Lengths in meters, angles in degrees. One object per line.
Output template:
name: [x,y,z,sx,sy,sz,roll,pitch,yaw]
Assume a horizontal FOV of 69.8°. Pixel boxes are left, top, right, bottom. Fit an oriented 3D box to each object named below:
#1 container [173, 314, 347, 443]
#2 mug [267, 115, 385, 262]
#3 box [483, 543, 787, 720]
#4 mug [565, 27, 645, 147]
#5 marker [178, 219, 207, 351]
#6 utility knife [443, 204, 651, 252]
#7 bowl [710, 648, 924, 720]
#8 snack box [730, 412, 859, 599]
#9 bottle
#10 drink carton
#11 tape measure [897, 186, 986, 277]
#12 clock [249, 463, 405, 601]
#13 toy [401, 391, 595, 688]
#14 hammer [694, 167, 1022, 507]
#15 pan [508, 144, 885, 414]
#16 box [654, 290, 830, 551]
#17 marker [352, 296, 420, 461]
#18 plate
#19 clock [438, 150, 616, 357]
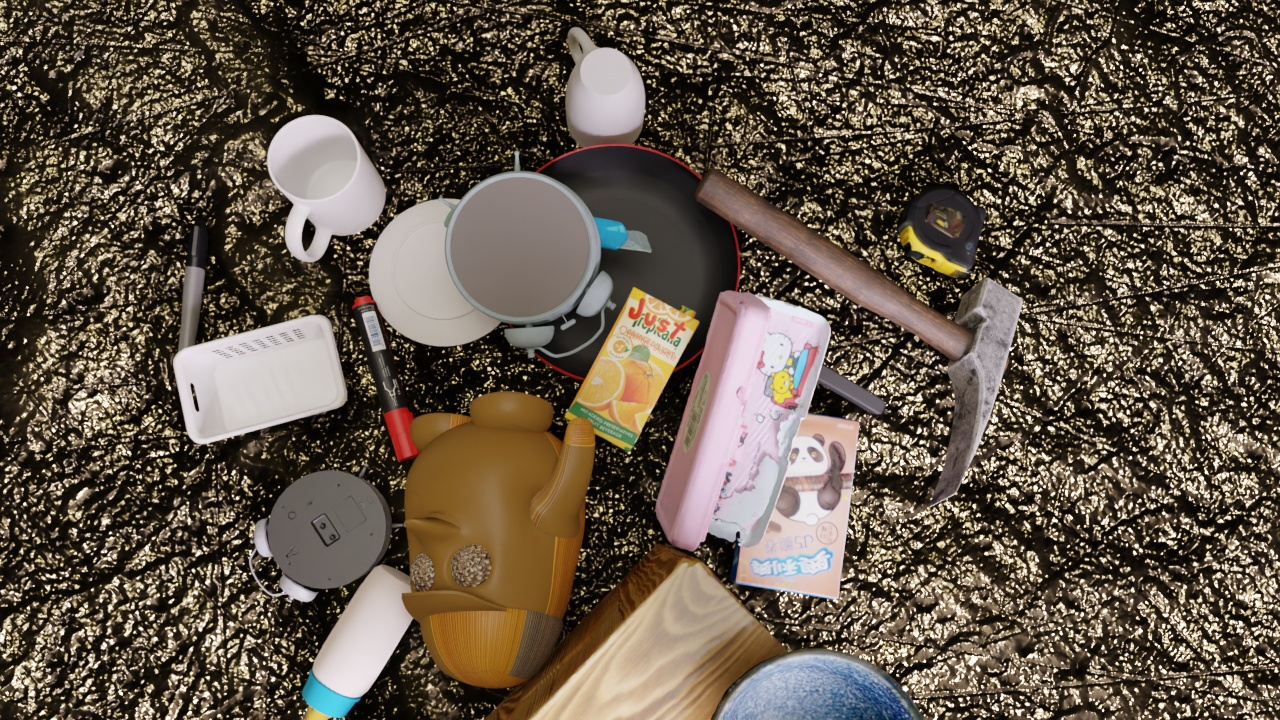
container: [-0.311,0.018,0.769,0.129,0.049,0.080,-15,82,-5]
mug: [-0.269,-0.137,0.774,0.074,0.090,0.110,18,80,0]
box: [0.003,0.289,0.624,0.257,0.279,0.215,-42,86,-8]
mug: [-0.038,-0.247,0.802,0.071,0.089,0.107,-25,83,-6]
marker: [-0.388,-0.056,0.792,0.016,0.022,0.138,3,80,-12]
utility knife: [-0.075,-0.110,0.763,0.173,0.015,0.031,9,83,1]
bowl: [0.085,0.204,0.471,0.114,0.061,0.114,1,78,-3]
snack box: [0.131,0.119,0.779,0.087,0.034,0.151,9,81,0]
bottle: [-0.230,0.237,0.736,0.051,0.051,0.146,30,81,3]
drink carton: [-0.004,0.004,0.732,0.058,0.041,0.122,28,90,3]
tape measure: [0.268,-0.118,0.819,0.072,0.042,0.071,18,84,3]
clock: [-0.264,0.146,0.758,0.122,0.035,0.094,-34,84,-6]
toy: [-0.117,0.140,0.692,0.199,0.162,0.203,-18,63,33]
hammer: [0.161,-0.042,0.750,0.300,0.037,0.217,32,57,-3]
pan: [0.043,-0.045,0.785,0.356,0.067,0.208,30,81,2]
box: [0.084,0.051,0.722,0.095,0.088,0.202,13,103,-15]
marker: [-0.217,0.014,0.787,0.023,0.021,0.145,-21,82,17]
plate: [-0.172,-0.080,0.809,0.134,0.011,0.134,0,81,-2]
clock: [-0.087,-0.078,0.735,0.122,0.045,0.159,-31,91,3]
